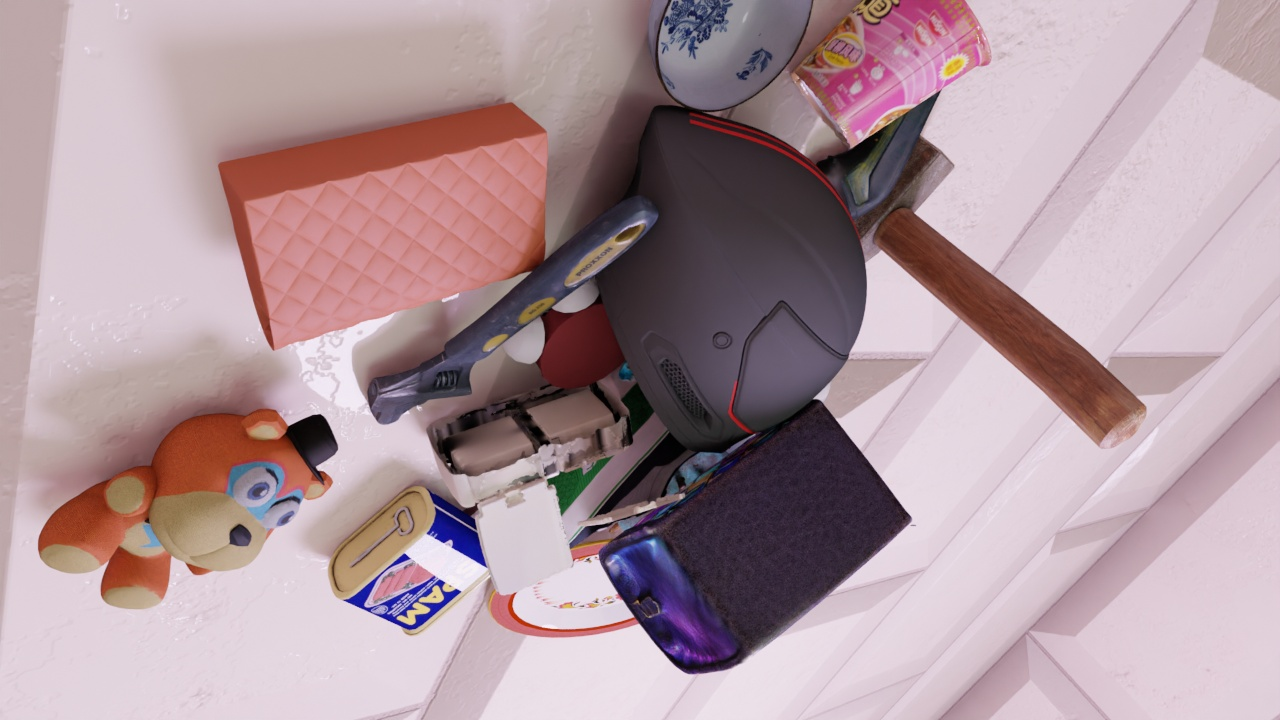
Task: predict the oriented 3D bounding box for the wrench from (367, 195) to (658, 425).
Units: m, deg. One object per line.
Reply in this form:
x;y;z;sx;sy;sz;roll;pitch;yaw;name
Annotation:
-0.093;-0.026;0.613;0.274;0.022;0.073;-35;153;30;wrench

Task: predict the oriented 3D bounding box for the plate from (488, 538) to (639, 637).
-0.045;0.236;0.966;0.229;0.021;0.230;-9;143;-7;plate

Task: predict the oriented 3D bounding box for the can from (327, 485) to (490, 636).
-0.189;0.168;0.770;0.116;0.056;0.092;-40;136;3;can

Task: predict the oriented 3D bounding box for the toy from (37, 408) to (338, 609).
-0.280;0.087;0.591;0.175;0.096;0.112;-40;145;-17;toy

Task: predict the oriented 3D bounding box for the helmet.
0.070;-0.059;0.643;0.170;0.163;0.265;-22;122;17;helmet

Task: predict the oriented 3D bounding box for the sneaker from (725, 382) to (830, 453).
0.123;0.109;0.933;0.243;0.091;0.089;-49;166;20;sneaker

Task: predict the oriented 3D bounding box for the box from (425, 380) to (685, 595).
-0.061;0.107;0.681;0.143;0.193;0.106;-19;117;-17;box

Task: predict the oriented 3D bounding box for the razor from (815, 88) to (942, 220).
0.189;-0.177;0.734;0.067;0.054;0.152;23;109;-32;razor

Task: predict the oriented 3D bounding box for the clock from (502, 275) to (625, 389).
-0.053;-0.026;0.690;0.087;0.044;0.124;-45;144;9;clock

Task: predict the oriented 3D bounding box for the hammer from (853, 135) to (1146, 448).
0.263;-0.041;0.724;0.037;0.300;0.158;19;116;-50;hammer

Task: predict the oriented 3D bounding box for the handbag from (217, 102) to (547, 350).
-0.143;-0.079;0.539;0.171;0.060;0.109;-21;136;-27;handbag

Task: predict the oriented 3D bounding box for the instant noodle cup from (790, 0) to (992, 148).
0.170;-0.210;0.645;0.109;0.097;0.097;-39;145;13;instant noodle cup

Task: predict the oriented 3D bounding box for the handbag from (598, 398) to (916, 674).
0.086;0.142;0.743;0.204;0.125;0.222;-35;173;-17;handbag

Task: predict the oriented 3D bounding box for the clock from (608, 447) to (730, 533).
0.032;0.099;0.852;0.121;0.073;0.158;3;115;-16;clock

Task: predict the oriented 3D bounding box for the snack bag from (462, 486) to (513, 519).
-0.104;0.149;0.866;0.057;0.013;0.158;-41;143;10;snack bag

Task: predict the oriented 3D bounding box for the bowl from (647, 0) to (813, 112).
0.048;-0.216;0.567;0.114;0.045;0.114;-23;142;-20;bowl

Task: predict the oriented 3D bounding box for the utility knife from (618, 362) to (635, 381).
-0.004;0.004;0.726;0.022;0.015;0.151;-29;177;-6;utility knife

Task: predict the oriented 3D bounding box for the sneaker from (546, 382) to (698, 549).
-0.031;0.117;0.781;0.079;0.084;0.236;37;106;-27;sneaker
